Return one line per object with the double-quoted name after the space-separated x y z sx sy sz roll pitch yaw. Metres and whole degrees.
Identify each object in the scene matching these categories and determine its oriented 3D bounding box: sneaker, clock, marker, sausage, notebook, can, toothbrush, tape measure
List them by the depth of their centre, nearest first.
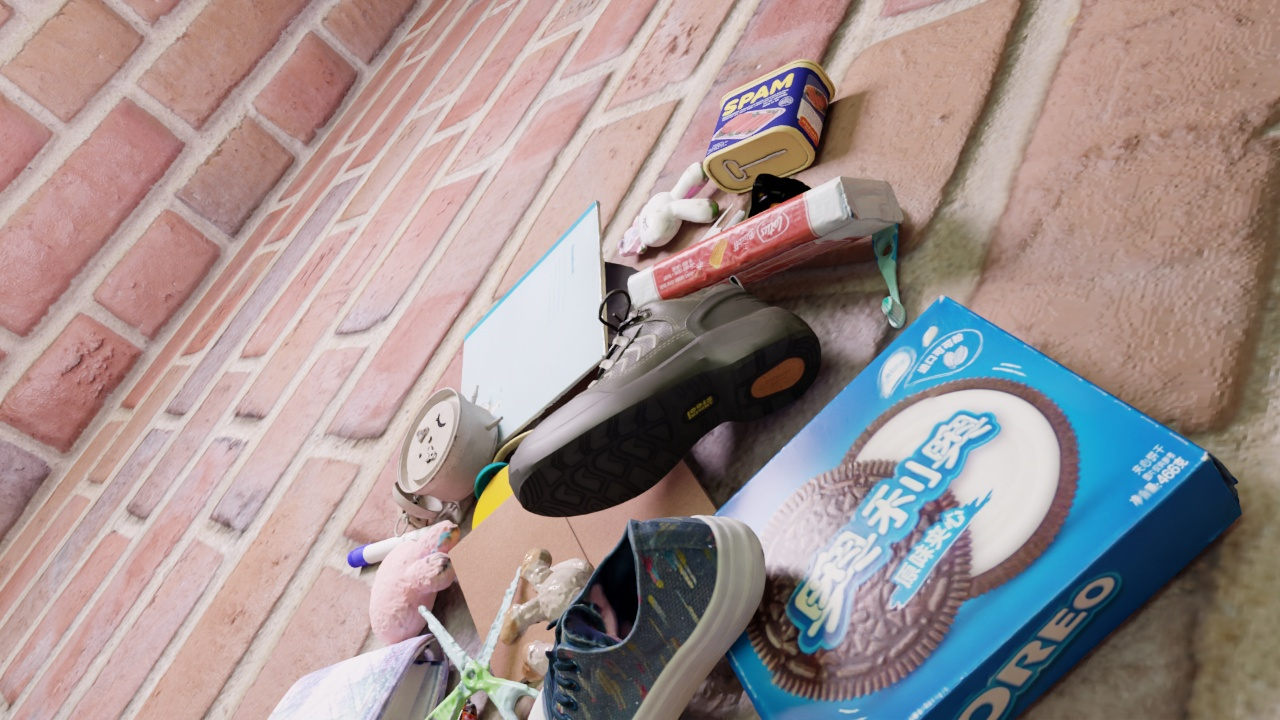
-0.022 0.174 0.525 0.236 0.079 0.087 -57 32 30 "sneaker"
-0.129 0.303 0.629 0.020 0.020 0.155 -32 35 23 "sausage"
-0.004 0.004 0.669 0.238 0.101 0.143 -29 48 -6 "sneaker"
0.182 -0.075 0.674 0.022 0.017 0.135 -29 36 35 "toothbrush"
-0.051 0.133 0.699 0.209 0.008 0.141 -42 47 8 "notebook"
0.119 -0.121 0.759 0.061 0.062 0.034 22 51 12 "tape measure"
-0.104 0.117 0.785 0.099 0.043 0.129 -26 45 31 "clock"
-0.188 0.102 0.869 0.157 0.061 0.103 -58 33 5 "clock"
0.120 -0.219 0.871 0.116 0.056 0.092 -14 46 42 "can"
-0.110 -0.015 0.881 0.254 0.009 0.180 -39 42 39 "notebook"
-0.238 0.181 0.897 0.142 0.020 0.020 -22 40 35 "marker"

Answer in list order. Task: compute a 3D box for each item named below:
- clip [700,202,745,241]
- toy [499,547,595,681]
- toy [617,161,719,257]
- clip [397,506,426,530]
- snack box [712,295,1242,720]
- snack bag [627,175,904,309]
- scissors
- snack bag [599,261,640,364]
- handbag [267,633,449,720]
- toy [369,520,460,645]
0.062 -0.105 0.836 0.101 0.045 0.055 -50 19 -2 "clip"
-0.038 0.164 0.626 0.106 0.074 0.085 -9 39 15 "toy"
0.024 -0.145 0.922 0.123 0.038 0.079 -33 41 26 "toy"
-0.231 0.152 0.917 0.052 0.026 0.058 -25 37 35 "clip"
0.146 0.095 0.492 0.239 0.056 0.195 -46 31 5 "snack box"
0.091 -0.087 0.726 0.226 0.077 0.041 -23 79 44 "snack bag"
-0.116 0.230 0.663 0.173 0.023 0.171 4 60 38 "scissors"
-0.055 -0.057 0.901 0.096 0.058 0.206 -55 33 -11 "snack bag"
-0.228 0.290 0.727 0.159 0.069 0.126 -26 23 30 "handbag"
-0.193 0.188 0.793 0.105 0.053 0.108 -46 25 24 "toy"
